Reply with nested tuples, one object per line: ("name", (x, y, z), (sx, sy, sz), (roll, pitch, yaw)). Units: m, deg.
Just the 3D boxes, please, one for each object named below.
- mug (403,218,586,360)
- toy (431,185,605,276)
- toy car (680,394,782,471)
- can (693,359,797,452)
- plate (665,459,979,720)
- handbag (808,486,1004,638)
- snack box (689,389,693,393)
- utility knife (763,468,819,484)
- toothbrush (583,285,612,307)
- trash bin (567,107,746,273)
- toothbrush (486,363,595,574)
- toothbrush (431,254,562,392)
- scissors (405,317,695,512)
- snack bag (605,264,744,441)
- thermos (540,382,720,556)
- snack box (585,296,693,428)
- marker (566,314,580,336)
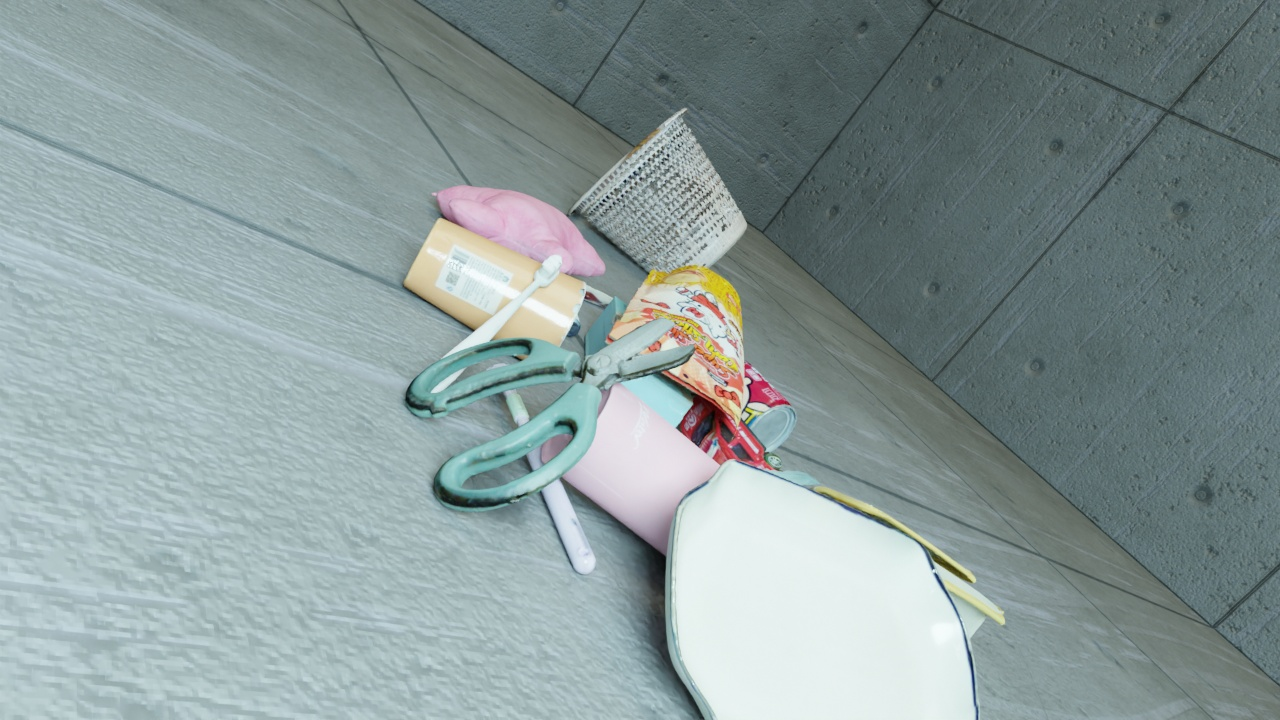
("mug", (-0.113, -0.053, 0.699), (0.122, 0.078, 0.078), (28, 17, -15))
("toy", (-0.123, -0.129, 0.906), (0.178, 0.075, 0.194), (28, 10, 6))
("toy car", (0.073, 0.076, 0.765), (0.045, 0.053, 0.120), (1, 40, -39))
("can", (0.101, 0.042, 0.908), (0.066, 0.067, 0.094), (20, 22, -48))
("plate", (0.104, 0.158, 0.520), (0.265, 0.034, 0.161), (26, 51, -34))
("handbag", (0.200, 0.153, 0.757), (0.163, 0.063, 0.178), (34, 12, -28))
("snack box", (0.043, 0.002, 0.976), (0.157, 0.026, 0.084), (18, 24, -52))
("utility knife", (0.058, 0.089, 0.681), (0.208, 0.013, 0.029), (5, 31, -35))
("toothbrush", (-0.016, -0.053, 1.032), (0.187, 0.016, 0.017), (22, 31, -46))
("trash bin", (0.040, -0.218, 1.329), (0.192, 0.228, 0.227), (48, 14, -7))
("toothbrush", (-0.064, 0.061, 0.564), (0.029, 0.021, 0.189), (-12, 38, -18))
("toothbrush", (-0.097, -0.027, 0.617), (0.016, 0.016, 0.179), (34, 41, 2))
("scissors", (-0.059, 0.011, 0.524), (0.169, 0.177, 0.019), (29, -33, 42))
("snack bag", (0.041, -0.018, 0.780), (0.128, 0.073, 0.207), (39, 21, -7))
("thermos", (0.031, 0.100, 0.559), (0.198, 0.067, 0.087), (42, 41, -18))
("snack box", (-0.005, 0.005, 0.805), (0.074, 0.052, 0.174), (34, 15, -14))
("marker", (-0.075, -0.055, 0.895), (0.022, 0.018, 0.130), (23, 18, -18))
